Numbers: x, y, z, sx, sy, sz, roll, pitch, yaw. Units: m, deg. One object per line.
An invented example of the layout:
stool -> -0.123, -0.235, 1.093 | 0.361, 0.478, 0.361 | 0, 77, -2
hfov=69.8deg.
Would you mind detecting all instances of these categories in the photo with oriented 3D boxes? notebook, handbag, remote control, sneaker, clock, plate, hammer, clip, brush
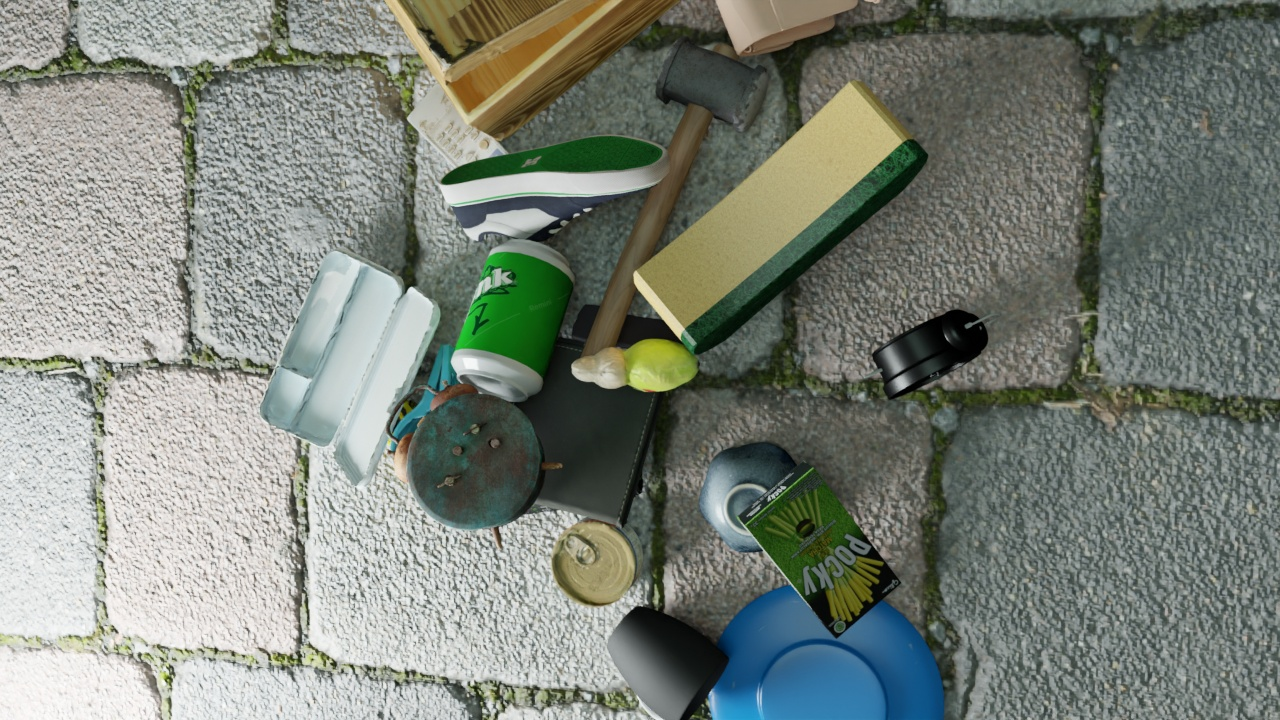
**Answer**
notebook -> -0.090, 0.058, 0.895 | 0.209, 0.029, 0.169 | 12, 75, 16
handbag -> 0.119, -0.378, 0.769 | 0.116, 0.187, 0.198 | -21, 89, -16
remote control -> -0.177, -0.219, 0.937 | 0.136, 0.011, 0.050 | 45, 101, 7
remote control -> -0.005, -0.026, 0.899 | 0.124, 0.009, 0.046 | 12, 54, 11
sneaker -> -0.075, -0.154, 0.864 | 0.236, 0.084, 0.079 | -2, 125, 27
clock -> 0.261, -0.010, 0.811 | 0.121, 0.091, 0.042 | -32, 75, 26
plate -> 0.175, 0.326, 0.881 | 0.224, 0.024, 0.224 | 1, 93, 13
hammer -> 0.015, -0.142, 0.867 | 0.098, 0.052, 0.328 | 25, 94, 11
clip -> -0.190, 0.057, 0.897 | 0.119, 0.033, 0.121 | 36, 87, 27
brush -> 0.119, -0.113, 0.782 | 0.250, 0.195, 0.075 | -41, 84, 11
clock -> -0.161, 0.083, 0.832 | 0.157, 0.073, 0.121 | 36, 81, 7

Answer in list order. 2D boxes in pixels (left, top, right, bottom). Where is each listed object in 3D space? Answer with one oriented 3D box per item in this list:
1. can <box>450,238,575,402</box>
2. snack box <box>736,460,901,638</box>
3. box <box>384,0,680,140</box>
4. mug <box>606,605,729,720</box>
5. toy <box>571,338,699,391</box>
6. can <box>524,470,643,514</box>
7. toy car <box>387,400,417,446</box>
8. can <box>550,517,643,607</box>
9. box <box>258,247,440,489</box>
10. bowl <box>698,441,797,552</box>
can -> -0.120, -0.038, 0.874 | 0.088, 0.088, 0.139 | 12, 71, 12
snack box -> 0.164, 0.174, 0.840 | 0.080, 0.025, 0.147 | -39, 105, -3
box -> -0.133, -0.399, 0.818 | 0.259, 0.220, 0.279 | -35, 84, 10
mug -> 0.017, 0.301, 0.895 | 0.100, 0.084, 0.119 | 35, 130, 21
toy -> -0.005, 0.005, 0.829 | 0.115, 0.092, 0.046 | -4, 99, -2
can -> -0.069, 0.121, 0.910 | 0.138, 0.054, 0.054 | -9, 91, 13
toy car -> -0.235, 0.087, 0.958 | 0.049, 0.030, 0.107 | -43, 85, 10
can -> -0.042, 0.198, 0.913 | 0.086, 0.043, 0.086 | 1, 93, 12
box -> -0.293, 0.006, 0.948 | 0.186, 0.084, 0.211 | 26, 98, 20
bowl -> 0.107, 0.135, 0.871 | 0.110, 0.055, 0.110 | 1, 94, 13
